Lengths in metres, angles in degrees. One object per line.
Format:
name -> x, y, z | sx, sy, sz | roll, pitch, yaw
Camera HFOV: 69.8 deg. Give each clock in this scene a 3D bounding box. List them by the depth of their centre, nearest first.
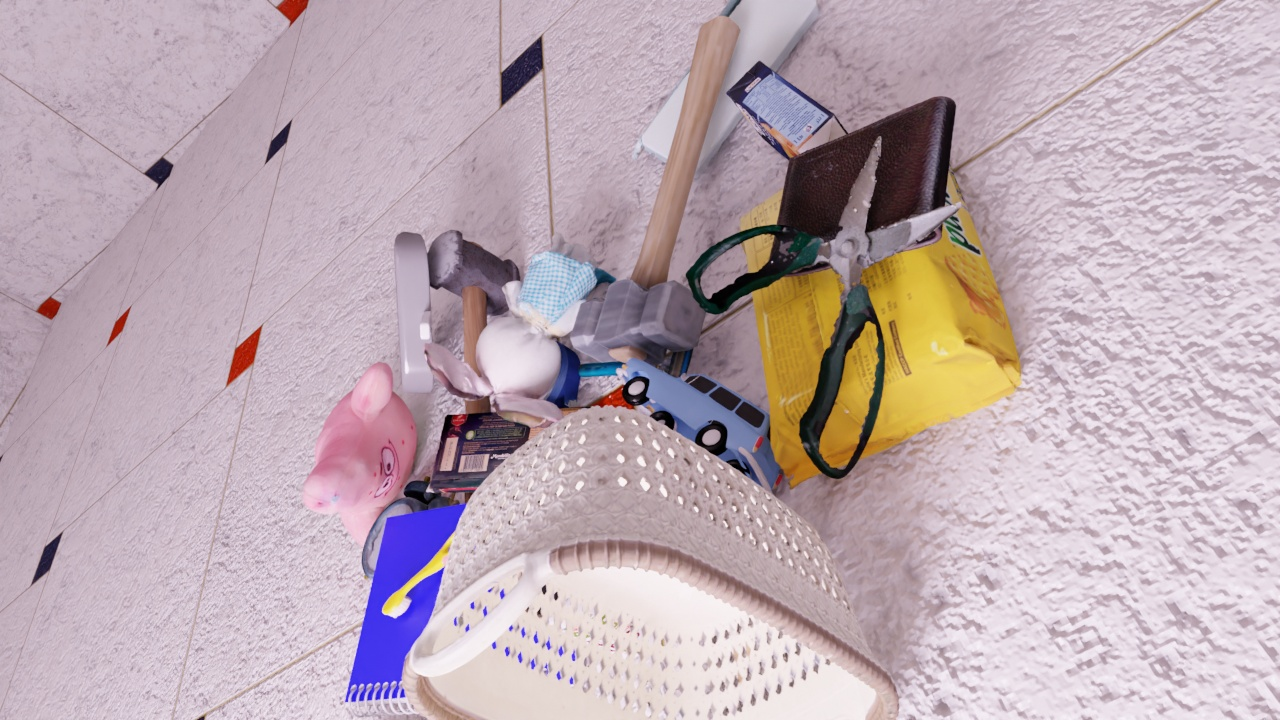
clock -> -0.208, 0.162, 0.860 | 0.090, 0.052, 0.129 | 20, 75, 52

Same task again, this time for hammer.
hammer -> 0.030, -0.150, 0.770 | 0.117, 0.051, 0.322 | -8, 61, 51
hammer -> -0.160, 0.017, 0.897 | 0.052, 0.098, 0.327 | -28, 54, 30

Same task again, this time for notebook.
notebook -> -0.135, 0.193, 0.738 | 0.209, 0.022, 0.171 | -13, 52, 23

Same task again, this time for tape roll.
tape roll -> -0.094, 0.027, 0.858 | 0.093, 0.016, 0.091 | -30, 45, 30

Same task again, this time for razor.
razor -> -0.005, 0.005, 0.775 | 0.144, 0.022, 0.042 | -7, 60, 50

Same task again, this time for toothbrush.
toothbrush -> -0.160, 0.158, 0.756 | 0.135, 0.016, 0.021 | -47, 44, -11

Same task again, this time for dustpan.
dustpan -> -0.226, -0.045, 0.924 | 0.257, 0.033, 0.163 | -142, 50, -75

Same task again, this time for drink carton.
drink carton -> 0.123, -0.188, 0.736 | 0.040, 0.064, 0.130 | -42, 40, 10

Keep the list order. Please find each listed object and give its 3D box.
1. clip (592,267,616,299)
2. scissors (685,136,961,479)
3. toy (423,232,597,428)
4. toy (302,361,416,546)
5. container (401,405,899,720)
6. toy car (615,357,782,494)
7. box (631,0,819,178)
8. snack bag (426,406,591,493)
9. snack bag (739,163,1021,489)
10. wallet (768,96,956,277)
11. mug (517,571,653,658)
clip -> -0.076, -0.038, 0.879 | 0.127, 0.028, 0.113 | -28, 51, 31
scissors -> 0.105, -0.024, 0.550 | 0.202, 0.015, 0.204 | -21, 66, 45
toy -> -0.101, -0.028, 0.815 | 0.204, 0.131, 0.106 | -66, 5, -30
toy -> -0.277, 0.095, 0.906 | 0.236, 0.097, 0.192 | -106, 21, -78
container -> 0.008, 0.140, 0.497 | 0.185, 0.246, 0.142 | -39, 32, 26
toy car -> 0.043, 0.041, 0.660 | 0.054, 0.056, 0.153 | -44, 43, -14
box -> 0.073, -0.265, 0.868 | 0.197, 0.075, 0.125 | -53, 18, -1
snack bag -> -0.111, 0.078, 0.797 | 0.155, 0.018, 0.074 | -4, 61, 21
snack bag -> 0.144, -0.047, 0.611 | 0.160, 0.068, 0.246 | -29, 46, 29
wallet -> 0.138, -0.108, 0.582 | 0.120, 0.031, 0.099 | -12, 53, 45
mug -> -0.030, 0.146, 0.644 | 0.074, 0.089, 0.105 | -14, 55, 41
